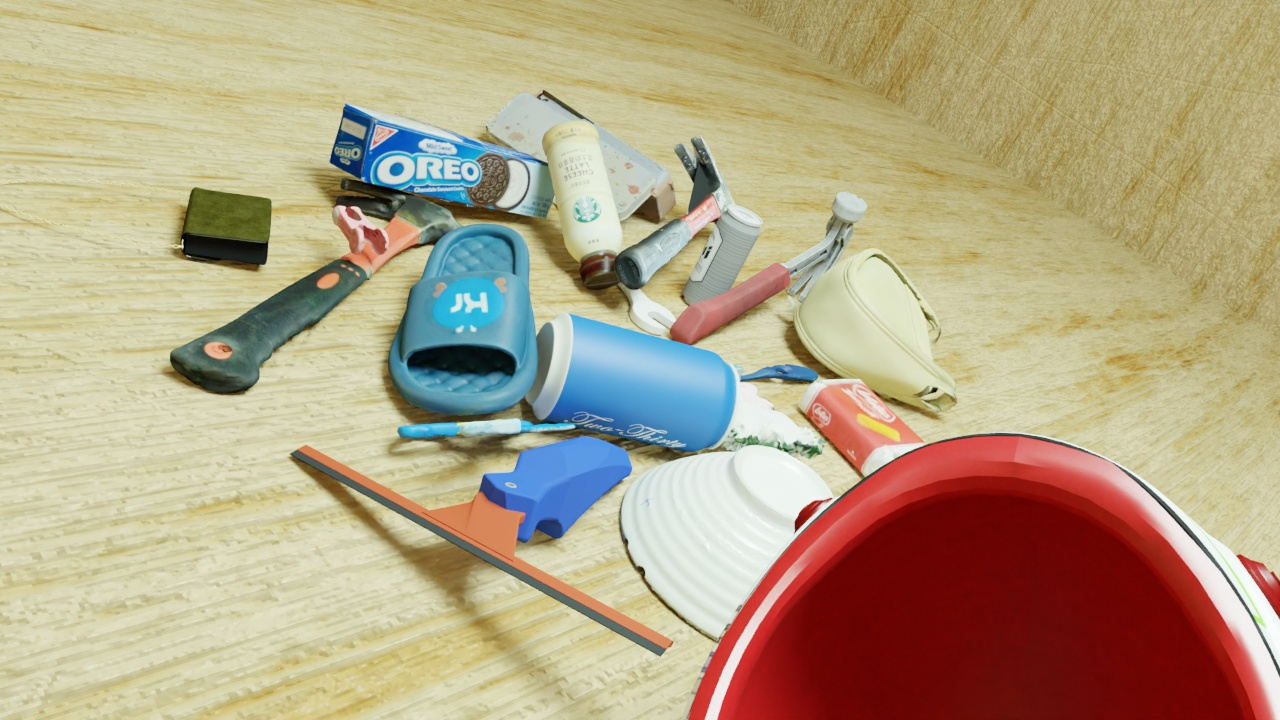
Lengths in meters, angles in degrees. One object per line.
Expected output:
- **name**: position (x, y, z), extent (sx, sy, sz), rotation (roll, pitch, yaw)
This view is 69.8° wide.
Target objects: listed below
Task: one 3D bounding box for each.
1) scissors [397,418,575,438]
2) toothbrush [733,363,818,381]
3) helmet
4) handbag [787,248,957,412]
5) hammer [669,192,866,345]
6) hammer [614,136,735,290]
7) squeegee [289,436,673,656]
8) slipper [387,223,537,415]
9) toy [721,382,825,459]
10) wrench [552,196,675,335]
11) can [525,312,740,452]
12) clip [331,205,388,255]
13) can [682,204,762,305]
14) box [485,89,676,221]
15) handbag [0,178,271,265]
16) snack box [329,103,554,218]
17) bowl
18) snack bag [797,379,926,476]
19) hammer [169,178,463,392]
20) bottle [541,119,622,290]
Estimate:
- **scissors**: position (-0.086, 0.041, 0.589), extent (0.131, 0.019, 0.105), rotation (0, -2, -40)
- **toothbrush**: position (0.125, 0.012, 0.866), extent (0.132, 0.016, 0.021), rotation (-1, 40, -39)
- **helmet**: position (0.136, 0.184, 0.359), extent (0.231, 0.236, 0.313), rotation (4, 39, 28)
- **handbag**: position (0.257, -0.037, 0.999), extent (0.191, 0.089, 0.232), rotation (42, 27, -8)
- **hammer**: position (0.132, -0.079, 0.957), extent (0.036, 0.126, 0.314), rotation (38, 42, 20)
- **hammer**: position (0.039, -0.145, 0.961), extent (0.140, 0.036, 0.325), rotation (66, 27, -12)
- **squeegee**: position (-0.053, 0.078, 0.563), extent (0.249, 0.055, 0.184), rotation (22, 13, 23)
- **slipper**: position (-0.127, -0.040, 0.664), extent (0.104, 0.059, 0.213), rotation (-4, 42, -1)
- **toy**: position (0.089, 0.049, 0.750), extent (0.095, 0.041, 0.109), rotation (13, 25, -26)
- **wrench**: position (-0.039, -0.110, 0.942), extent (0.047, 0.009, 0.273), rotation (4, 35, -36)
- **can**: position (-0.007, 0.018, 0.678), extent (0.146, 0.079, 0.078), rotation (14, 30, -22)
- **clip**: position (-0.221, -0.100, 0.701), extent (0.037, 0.022, 0.058), rotation (-8, 39, -41)
- **can**: position (0.082, -0.101, 0.923), extent (0.044, 0.107, 0.044), rotation (20, 29, -12)
- **box**: position (-0.069, -0.229, 1.079), extent (0.216, 0.096, 0.105), rotation (37, -9, 20)
- **handbag**: position (-0.361, -0.104, 0.657), extent (0.177, 0.027, 0.084), rotation (6, 34, -24)
- **snack box**: position (-0.175, -0.183, 0.864), extent (0.059, 0.059, 0.226), rotation (31, 17, 35)
- **bowl**: position (0.081, 0.106, 0.612), extent (0.177, 0.071, 0.177), rotation (20, 28, -12)
- **snack bag**: position (0.204, 0.064, 0.824), extent (0.076, 0.036, 0.116), rotation (0, 38, -39)
- **hammer**: position (-0.226, -0.063, 0.687), extent (0.133, 0.033, 0.332), rotation (27, 29, -1)
- **bottle**: position (-0.052, -0.148, 0.883), extent (0.056, 0.057, 0.162), rotation (0, 68, -39)
